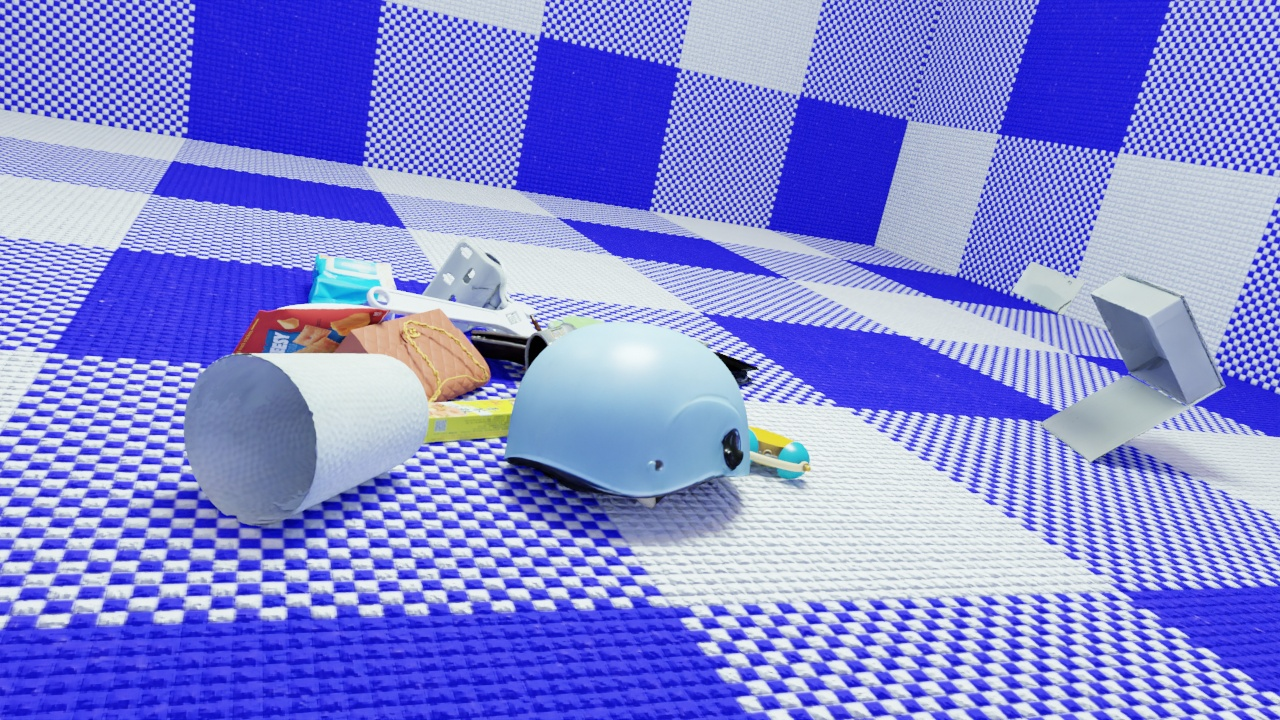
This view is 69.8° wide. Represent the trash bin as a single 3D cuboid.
[{"bbox_3d":[-0.267,0.053,0.768,0.133,0.133,0.161,18,12,20],"label":"trash bin"}]

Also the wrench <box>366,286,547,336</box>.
[{"bbox_3d":[-0.230,-0.060,1.189,0.272,0.018,0.066,9,54,-45],"label":"wrench"}]

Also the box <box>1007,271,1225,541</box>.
[{"bbox_3d":[0.704,0.070,1.393,0.172,0.381,0.167,27,14,-9],"label":"box"}]

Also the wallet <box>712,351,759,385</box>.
[{"bbox_3d":[0.108,0.014,1.356,0.089,0.026,0.114,24,20,38],"label":"wallet"}]

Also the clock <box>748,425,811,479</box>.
[{"bbox_3d":[0.141,0.101,1.044,0.099,0.044,0.129,16,7,-1],"label":"clock"}]

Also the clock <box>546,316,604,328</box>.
[{"bbox_3d":[-0.086,-0.034,1.355,0.094,0.042,0.119,20,18,30],"label":"clock"}]

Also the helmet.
[{"bbox_3d":[0.001,0.048,0.912,0.226,0.167,0.265,13,3,41],"label":"helmet"}]

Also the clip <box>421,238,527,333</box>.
[{"bbox_3d":[-0.230,-0.087,1.315,0.144,0.125,0.075,35,18,-7],"label":"clip"}]

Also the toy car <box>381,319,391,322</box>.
[{"bbox_3d":[-0.304,-0.021,1.136,0.120,0.056,0.043,-6,30,-41],"label":"toy car"}]

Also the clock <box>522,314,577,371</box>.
[{"bbox_3d":[-0.091,0.016,1.080,0.056,0.104,0.148,-9,39,-28],"label":"clock"}]

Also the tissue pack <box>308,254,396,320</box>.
[{"bbox_3d":[-0.418,-0.107,1.332,0.117,0.066,0.209,7,14,-20],"label":"tissue pack"}]

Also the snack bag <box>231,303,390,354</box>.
[{"bbox_3d":[-0.362,-0.022,0.990,0.143,0.131,0.039,-4,63,-45],"label":"snack bag"}]

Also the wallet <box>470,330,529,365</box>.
[{"bbox_3d":[-0.157,-0.013,1.189,0.120,0.031,0.099,9,-12,-3],"label":"wallet"}]

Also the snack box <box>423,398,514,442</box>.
[{"bbox_3d":[-0.170,0.062,0.975,0.147,0.029,0.040,-1,21,-39],"label":"snack box"}]

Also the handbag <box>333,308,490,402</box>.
[{"bbox_3d":[-0.246,0.001,1.037,0.109,0.060,0.171,47,22,6],"label":"handbag"}]

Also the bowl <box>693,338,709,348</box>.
[{"bbox_3d":[-0.007,0.007,1.149,0.178,0.081,0.178,5,7,-1],"label":"bowl"}]
